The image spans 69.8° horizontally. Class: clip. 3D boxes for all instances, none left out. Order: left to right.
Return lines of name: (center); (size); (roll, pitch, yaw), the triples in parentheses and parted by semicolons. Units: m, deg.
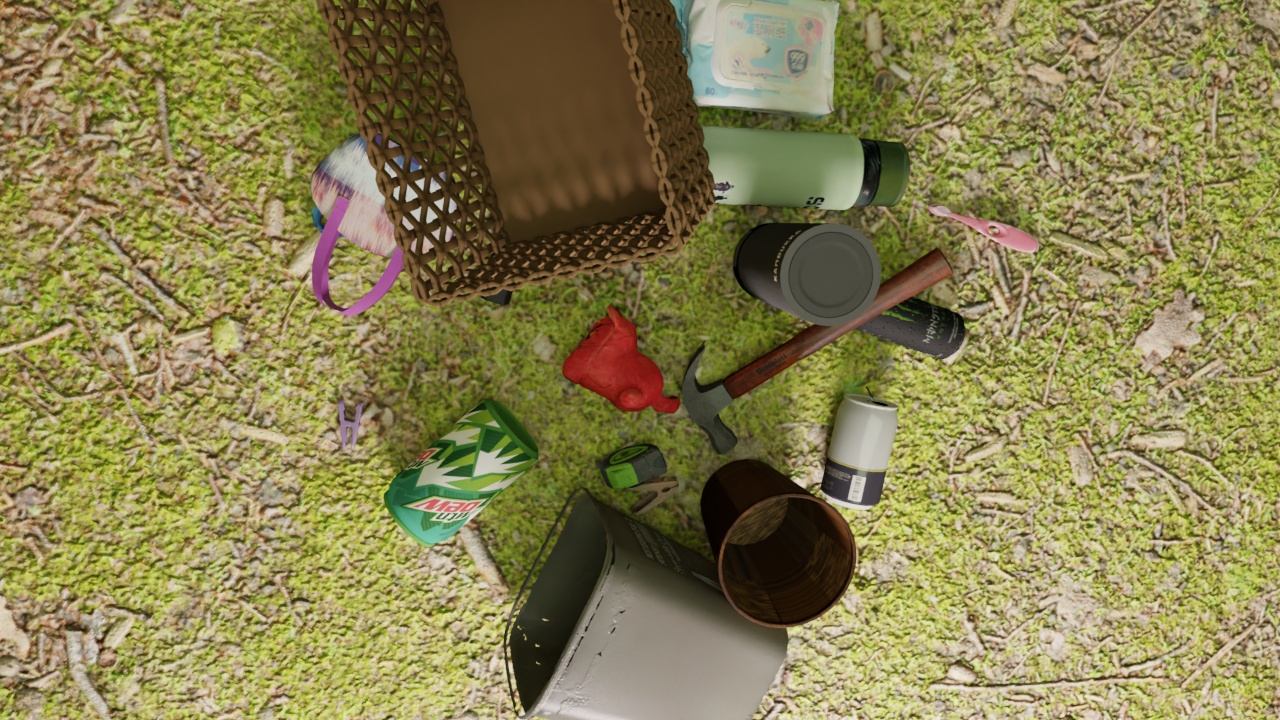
clip: (-0.301, 0.062, 0.936); (0.041, 0.014, 0.052); (27, 94, -12)
clip: (0.012, 0.147, 0.986); (0.060, 0.024, 0.039); (-3, 101, -11)

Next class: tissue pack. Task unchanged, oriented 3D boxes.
tissue pack: (0.104, -0.294, 0.872); (0.181, 0.070, 0.112); (-1, 102, -25)

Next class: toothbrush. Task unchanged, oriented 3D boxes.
toothbrush: (0.370, -0.142, 0.981); (0.135, 0.016, 0.021); (18, 100, -10)

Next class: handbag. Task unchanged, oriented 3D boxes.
handbag: (-0.253, -0.122, 0.872); (0.144, 0.068, 0.170); (27, 95, -10)

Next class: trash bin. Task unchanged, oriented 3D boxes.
trash bin: (0.006, 0.275, 0.932); (0.220, 0.197, 0.197); (26, 95, -17)

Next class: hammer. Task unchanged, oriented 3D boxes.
hammer: (0.175, -0.022, 0.934); (0.301, 0.028, 0.111); (-32, 103, 16)

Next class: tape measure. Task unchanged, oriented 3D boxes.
tape measure: (-0.008, 0.113, 0.959); (0.065, 0.058, 0.036); (-23, 104, -5)

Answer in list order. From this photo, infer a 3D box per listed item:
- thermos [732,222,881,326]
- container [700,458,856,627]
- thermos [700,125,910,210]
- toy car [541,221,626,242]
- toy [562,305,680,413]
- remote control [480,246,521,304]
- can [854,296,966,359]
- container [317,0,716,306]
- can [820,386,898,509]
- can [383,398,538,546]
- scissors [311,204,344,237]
thermos: (0.144, -0.086, 0.851); (0.082, 0.240, 0.082); (-1, 99, -4)
container: (0.126, 0.172, 0.932); (0.132, 0.167, 0.132); (-1, 101, -7)
thermos: (0.150, -0.193, 0.915); (0.231, 0.082, 0.082); (1, 100, -7)
toy car: (-0.054, -0.127, 0.922); (0.105, 0.033, 0.048); (0, 102, -6)
toy: (-0.006, 0.005, 0.931); (0.133, 0.088, 0.094); (30, 84, -13)
remote control: (-0.129, -0.123, 0.920); (0.032, 0.015, 0.136); (15, 98, -10)
can: (0.273, -0.044, 0.968); (0.137, 0.054, 0.054); (18, 98, -10)
container: (-0.080, -0.209, 0.754); (0.220, 0.213, 0.252); (-10, 107, 15)
can: (0.236, 0.091, 0.984); (0.064, 0.064, 0.127); (9, 99, -9)
can: (-0.180, 0.113, 0.924); (0.144, 0.083, 0.083); (-41, 103, 2)
scissors: (-0.253, -0.144, 0.904); (0.135, 0.015, 0.066); (11, 96, -11)
